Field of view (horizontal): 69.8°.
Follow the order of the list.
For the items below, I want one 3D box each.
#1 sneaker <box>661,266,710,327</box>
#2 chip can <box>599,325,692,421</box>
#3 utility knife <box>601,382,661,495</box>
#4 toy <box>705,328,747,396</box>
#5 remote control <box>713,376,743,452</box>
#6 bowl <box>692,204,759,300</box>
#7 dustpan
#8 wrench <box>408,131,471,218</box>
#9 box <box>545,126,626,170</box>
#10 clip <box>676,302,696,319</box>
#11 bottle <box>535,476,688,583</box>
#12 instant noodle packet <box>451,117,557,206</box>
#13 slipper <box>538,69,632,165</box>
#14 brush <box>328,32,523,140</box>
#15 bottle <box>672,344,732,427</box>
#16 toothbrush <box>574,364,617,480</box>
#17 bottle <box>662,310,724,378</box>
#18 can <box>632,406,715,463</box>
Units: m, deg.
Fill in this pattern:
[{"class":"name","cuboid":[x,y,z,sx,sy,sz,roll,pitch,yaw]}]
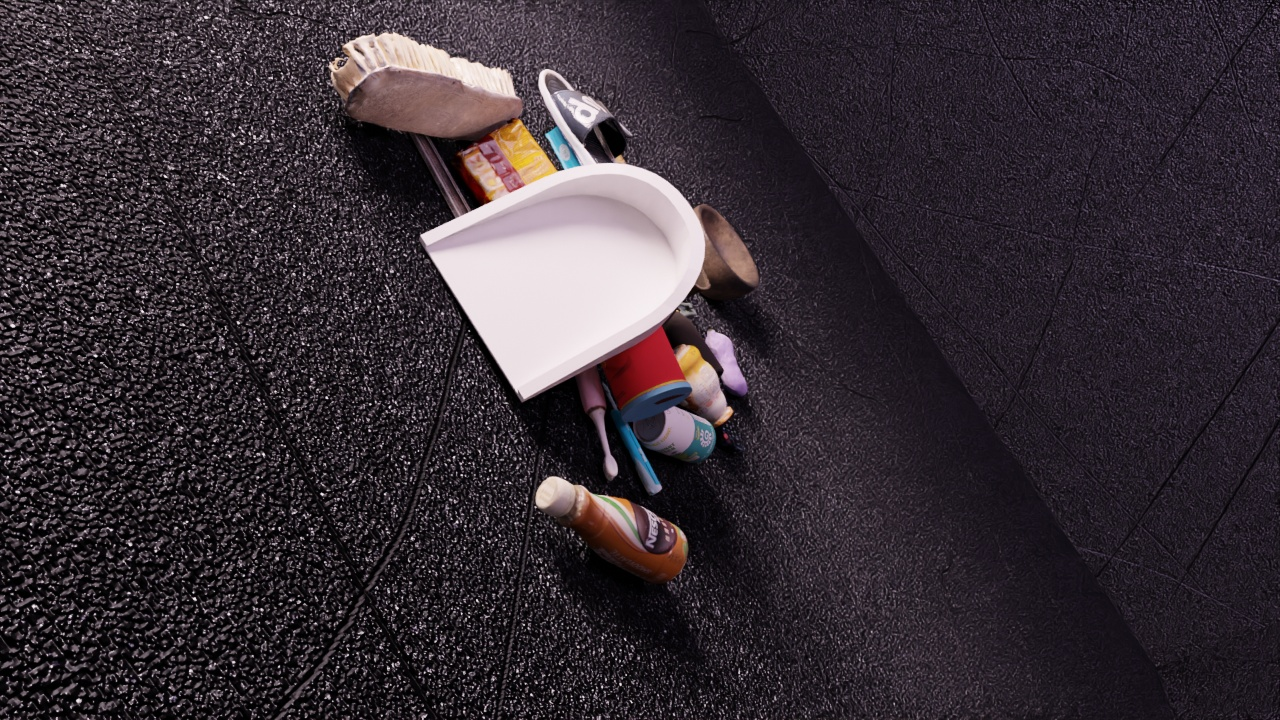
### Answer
[{"class":"sneaker","cuboid":[-0.019,-0.149,1.153,0.234,0.120,0.095,56,24,6]},{"class":"chip can","cuboid":[-0.024,-0.047,0.990,0.087,0.087,0.213,6,56,-59]},{"class":"utility knife","cuboid":[-0.014,0.084,1.000,0.022,0.015,0.141,6,52,-59]},{"class":"toy","cuboid":[0.125,0.006,1.328,0.080,0.036,0.099,28,40,-63]},{"class":"remote control","cuboid":[0.101,0.056,1.241,0.047,0.022,0.150,29,38,-46]},{"class":"bowl","cuboid":[0.116,-0.166,1.478,0.162,0.070,0.162,42,28,-29]},{"class":"dustpan","cuboid":[-0.056,-0.101,0.919,0.257,0.053,0.191,-28,78,-31]},{"class":"wrench","cuboid":[-0.204,-0.183,0.984,0.273,0.010,0.070,60,25,9]},{"class":"box","cuboid":[-0.031,-0.233,1.339,0.181,0.039,0.226,-6,64,-61]},{"class":"clip","cuboid":[0.056,-0.069,1.309,0.037,0.023,0.075,60,23,11]},{"class":"bottle","cuboid":[-0.027,0.152,0.837,0.167,0.059,0.059,36,32,-37]},{"class":"instant noodle packet","cuboid":[-0.141,-0.199,1.041,0.098,0.040,0.135,-38,95,-25]},{"class":"slipper","cuboid":[-0.051,-0.302,1.272,0.111,0.063,0.263,-4,64,-60]},{"class":"brush","cuboid":[-0.215,-0.283,0.972,0.056,0.083,0.270,59,25,7]},{"class":"bottle","cuboid":[0.071,0.034,1.157,0.109,0.063,0.063,49,25,-10]},{"class":"toothbrush","cuboid":[-0.055,0.029,0.980,0.027,0.027,0.222,-2,55,-21]},{"class":"bottle","cuboid":[0.045,-0.047,1.235,0.184,0.045,0.045,57,23,19]},{"class":"can","cuboid":[0.039,0.082,1.050,0.101,0.055,0.055,25,39,-49]}]
